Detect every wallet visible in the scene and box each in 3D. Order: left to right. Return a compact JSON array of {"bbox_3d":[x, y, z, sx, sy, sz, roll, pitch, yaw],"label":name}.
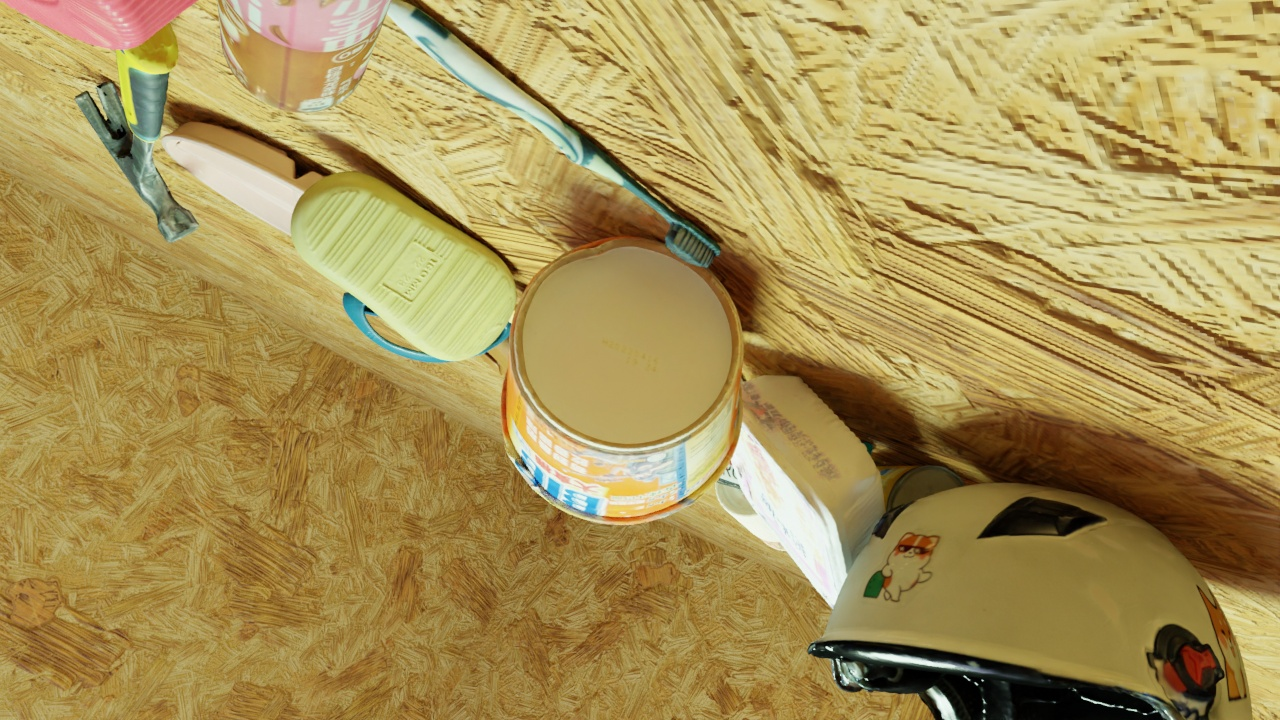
[{"bbox_3d":[-0.133,-0.013,0.863,0.132,0.031,0.108,44,163,2],"label":"wallet"}]

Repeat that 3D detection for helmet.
[{"bbox_3d":[0.242,0.156,0.562,0.274,0.156,0.231,34,152,-26],"label":"helmet"}]

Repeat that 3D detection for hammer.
[{"bbox_3d":[-0.349,-0.171,0.639,0.126,0.031,0.324,59,153,-11],"label":"hammer"}]

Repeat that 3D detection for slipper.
[{"bbox_3d":[-0.171,-0.076,0.669,0.190,0.092,0.081,39,-172,-46],"label":"slipper"}]

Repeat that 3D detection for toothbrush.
[{"bbox_3d":[-0.033,-0.094,0.406,0.191,0.018,0.016,33,167,-30],"label":"toothbrush"}]

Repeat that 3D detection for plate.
[{"bbox_3d":[-0.285,-0.131,0.776,0.229,0.028,0.230,24,169,5],"label":"plate"}]

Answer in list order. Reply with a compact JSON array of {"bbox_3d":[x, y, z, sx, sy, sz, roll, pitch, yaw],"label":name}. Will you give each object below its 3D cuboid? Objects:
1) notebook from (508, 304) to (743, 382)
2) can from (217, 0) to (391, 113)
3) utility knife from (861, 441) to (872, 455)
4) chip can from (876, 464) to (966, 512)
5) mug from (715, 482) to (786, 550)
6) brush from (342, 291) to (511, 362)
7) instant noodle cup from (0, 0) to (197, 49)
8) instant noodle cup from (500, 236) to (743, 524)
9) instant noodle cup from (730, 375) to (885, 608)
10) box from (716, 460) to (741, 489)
[{"bbox_3d":[-0.004,0.004,0.757,0.206,0.010,0.146,15,164,24],"label":"notebook"},{"bbox_3d":[-0.116,-0.132,0.316,0.058,0.058,0.147,30,168,-20],"label":"can"},{"bbox_3d":[0.109,0.057,0.738,0.160,0.018,0.034,13,167,26],"label":"utility knife"},{"bbox_3d":[0.184,0.121,0.754,0.072,0.072,0.214,28,169,-8],"label":"chip can"},{"bbox_3d":[0.143,0.139,0.908,0.115,0.081,0.106,13,162,37],"label":"mug"},{"bbox_3d":[-0.173,-0.035,0.755,0.143,0.073,0.055,10,169,-31],"label":"brush"},{"bbox_3d":[-0.238,-0.183,0.344,0.194,0.065,0.194,24,169,5],"label":"instant noodle cup"},{"bbox_3d":[-0.009,0.009,0.517,0.151,0.151,0.111,25,161,7],"label":"instant noodle cup"},{"bbox_3d":[0.116,0.085,0.633,0.138,0.060,0.173,52,172,39],"label":"instant noodle cup"},{"bbox_3d":[0.074,0.081,0.874,0.163,0.076,0.087,12,-177,42],"label":"box"}]
